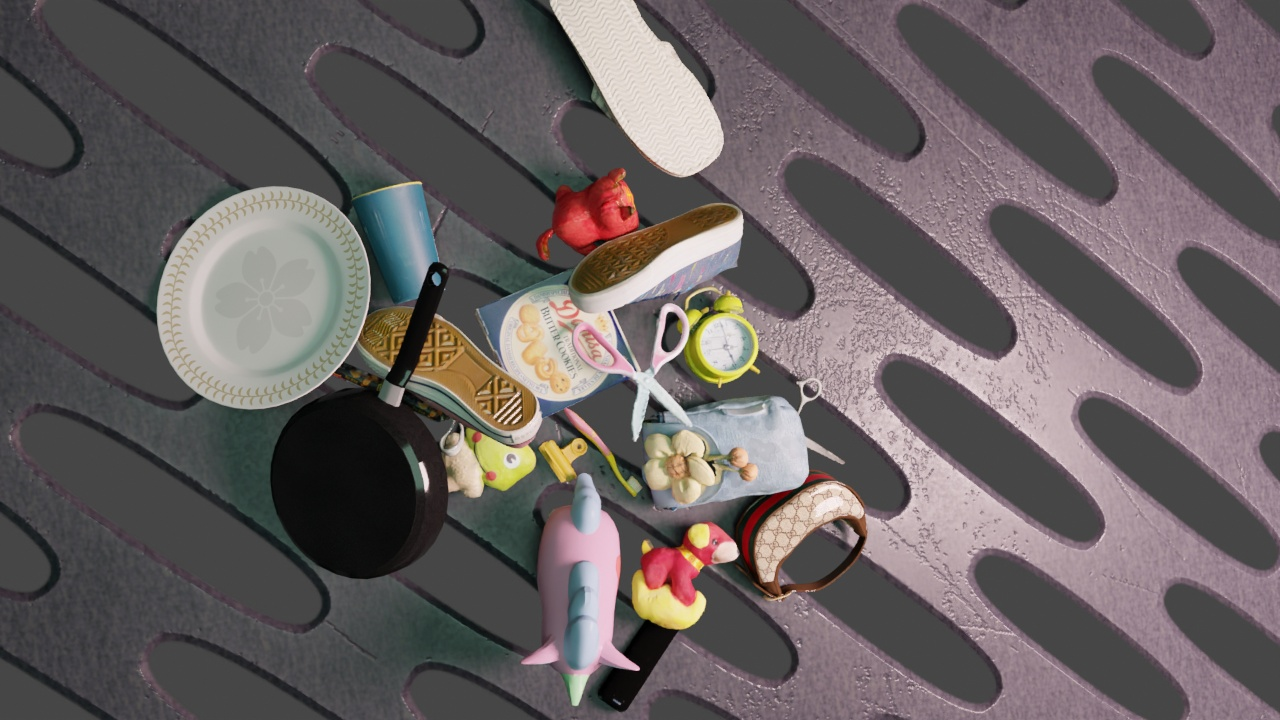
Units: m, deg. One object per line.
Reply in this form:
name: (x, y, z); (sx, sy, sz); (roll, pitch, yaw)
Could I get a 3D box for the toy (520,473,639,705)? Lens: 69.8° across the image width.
toy: (-0.066, 0.238, 0.990); (0.120, 0.171, 0.222); (7, 88, -11)

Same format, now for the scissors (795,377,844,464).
scissors: (0.174, 0.084, 1.116); (0.175, 0.014, 0.141); (17, 93, -7)

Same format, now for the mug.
mug: (-0.260, -0.127, 1.009); (0.078, 0.078, 0.121); (-18, 98, -10)

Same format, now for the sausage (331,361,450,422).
sausage: (-0.285, 0.033, 1.028); (0.155, 0.020, 0.020); (26, 85, -9)

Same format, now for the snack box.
snack box: (-0.095, -0.021, 1.052); (0.145, 0.043, 0.144); (-25, 94, -10)

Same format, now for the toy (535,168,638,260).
toy: (-0.064, -0.164, 1.033); (0.133, 0.094, 0.088); (-30, 95, -8)

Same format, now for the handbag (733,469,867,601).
handbag: (0.194, 0.216, 1.099); (0.166, 0.063, 0.138); (-35, 106, -8)

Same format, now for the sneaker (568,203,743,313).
sneaker: (0.021, -0.103, 1.047); (0.235, 0.087, 0.079); (-29, 130, -25)

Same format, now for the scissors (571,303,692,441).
scissors: (0.010, 0.001, 1.022); (0.170, 0.014, 0.168); (44, 68, 11)

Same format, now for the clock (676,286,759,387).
clock: (0.090, -0.028, 1.080); (0.083, 0.057, 0.119); (-23, 87, -10)

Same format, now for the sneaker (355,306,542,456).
sneaker: (-0.207, 0.026, 1.005); (0.241, 0.088, 0.118); (32, 64, 17)

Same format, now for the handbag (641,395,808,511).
handbag: (0.096, 0.108, 1.048); (0.192, 0.118, 0.122); (-7, 92, 1)

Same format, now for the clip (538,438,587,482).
clip: (-0.085, 0.110, 1.061); (0.048, 0.045, 0.054); (-32, 94, 16)

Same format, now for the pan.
pan: (-0.272, 0.064, 0.949); (0.204, 0.044, 0.356); (27, 105, 13)

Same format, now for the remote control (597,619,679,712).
remote control: (0.008, 0.342, 1.081); (0.041, 0.020, 0.151); (36, 81, -8)

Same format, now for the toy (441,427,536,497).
toy: (-0.182, 0.109, 1.035); (0.117, 0.043, 0.092); (-22, 94, -8)

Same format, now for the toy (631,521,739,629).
toy: (0.044, 0.244, 1.069); (0.105, 0.067, 0.137); (39, 84, 12)

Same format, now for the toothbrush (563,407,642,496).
toothbrush: (-0.044, 0.105, 1.073); (0.016, 0.021, 0.135); (-41, 100, -12)

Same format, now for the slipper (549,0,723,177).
slipper: (-0.006, -0.335, 1.064); (0.114, 0.054, 0.272); (-39, 101, -5)

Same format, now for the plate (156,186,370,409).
plate: (-0.399, -0.067, 0.975); (0.243, 0.016, 0.242); (-2, 79, 9)
